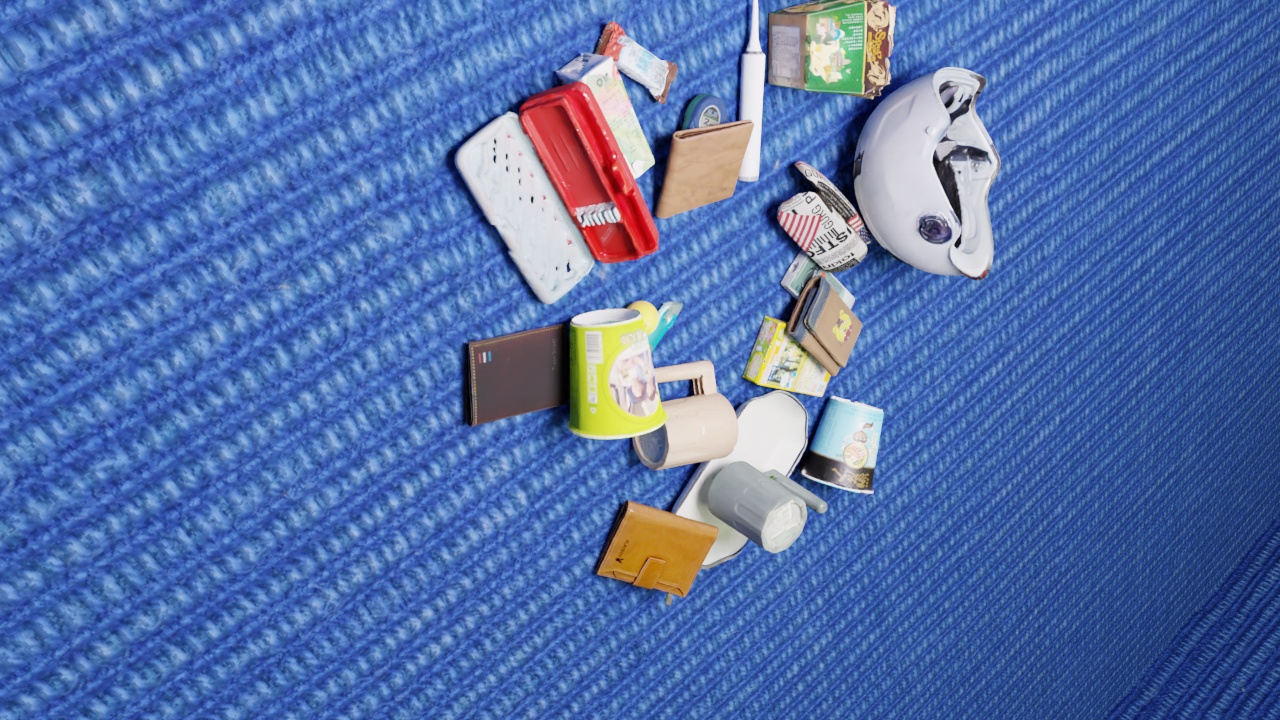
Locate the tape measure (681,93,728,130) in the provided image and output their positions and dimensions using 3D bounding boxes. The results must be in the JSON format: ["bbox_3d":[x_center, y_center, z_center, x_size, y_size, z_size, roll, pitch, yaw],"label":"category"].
[{"bbox_3d":[0.070,-0.263,1.005,0.058,0.025,0.054,6,105,-50],"label":"tape measure"}]

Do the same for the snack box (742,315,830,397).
[{"bbox_3d":[0.206,-0.003,1.227,0.140,0.034,0.087,10,104,-42],"label":"snack box"}]

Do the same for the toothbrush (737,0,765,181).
[{"bbox_3d":[0.125,-0.312,1.025,0.026,0.027,0.221,-13,117,-27],"label":"toothbrush"}]

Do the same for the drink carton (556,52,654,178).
[{"bbox_3d":[-0.032,-0.242,0.915,0.045,0.053,0.122,-42,131,-16],"label":"drink carton"}]

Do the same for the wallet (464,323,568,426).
[{"bbox_3d":[-0.130,0.014,0.980,0.122,0.020,0.096,-13,117,-36],"label":"wallet"}]

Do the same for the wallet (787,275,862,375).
[{"bbox_3d":[0.243,-0.044,1.200,0.115,0.033,0.090,41,70,-40],"label":"wallet"}]

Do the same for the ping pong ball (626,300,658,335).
[{"bbox_3d":[0.001,-0.047,1.038,0.040,0.040,0.040,-17,119,-32],"label":"ping pong ball"}]

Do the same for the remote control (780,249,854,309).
[{"bbox_3d":[0.238,-0.091,1.220,0.135,0.019,0.056,36,86,-42],"label":"remote control"}]

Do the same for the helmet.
[{"bbox_3d":[0.349,-0.223,1.148,0.228,0.146,0.259,-50,129,-42],"label":"helmet"}]

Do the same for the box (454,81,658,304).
[{"bbox_3d":[-0.079,-0.163,0.913,0.158,0.069,0.201,-26,129,3],"label":"box"}]

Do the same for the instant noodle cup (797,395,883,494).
[{"bbox_3d":[0.292,0.117,1.308,0.111,0.111,0.120,11,95,-41],"label":"instant noodle cup"}]

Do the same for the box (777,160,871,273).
[{"bbox_3d":[0.230,-0.181,1.150,0.076,0.086,0.162,-28,138,30],"label":"box"}]

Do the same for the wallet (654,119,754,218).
[{"bbox_3d":[0.071,-0.213,1.013,0.115,0.020,0.101,-21,143,-31],"label":"wallet"}]

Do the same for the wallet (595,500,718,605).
[{"bbox_3d":[0.018,0.245,1.168,0.130,0.035,0.119,19,102,-20],"label":"wallet"}]

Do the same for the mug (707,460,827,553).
[{"bbox_3d":[0.165,0.183,1.184,0.123,0.103,0.084,-14,117,-32],"label":"mug"}]

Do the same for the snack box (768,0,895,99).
[{"bbox_3d":[0.204,-0.351,1.024,0.105,0.117,0.118,-11,114,-21],"label":"snack box"}]

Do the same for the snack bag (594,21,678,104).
[{"bbox_3d":[-0.002,-0.301,0.930,0.105,0.026,0.045,20,88,-43],"label":"snack bag"}]

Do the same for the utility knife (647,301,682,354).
[{"bbox_3d":[-0.006,0.006,1.076,0.029,0.013,0.185,34,88,-35],"label":"utility knife"}]

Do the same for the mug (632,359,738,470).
[{"bbox_3d":[0.050,0.066,1.112,0.103,0.084,0.124,-8,90,-34],"label":"mug"}]

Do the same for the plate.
[{"bbox_3d":[0.128,0.156,1.236,0.162,0.034,0.265,34,87,-42],"label":"plate"}]

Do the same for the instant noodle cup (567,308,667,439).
[{"bbox_3d":[-0.031,0.010,1.000,0.111,0.112,0.123,-15,108,-33],"label":"instant noodle cup"}]
